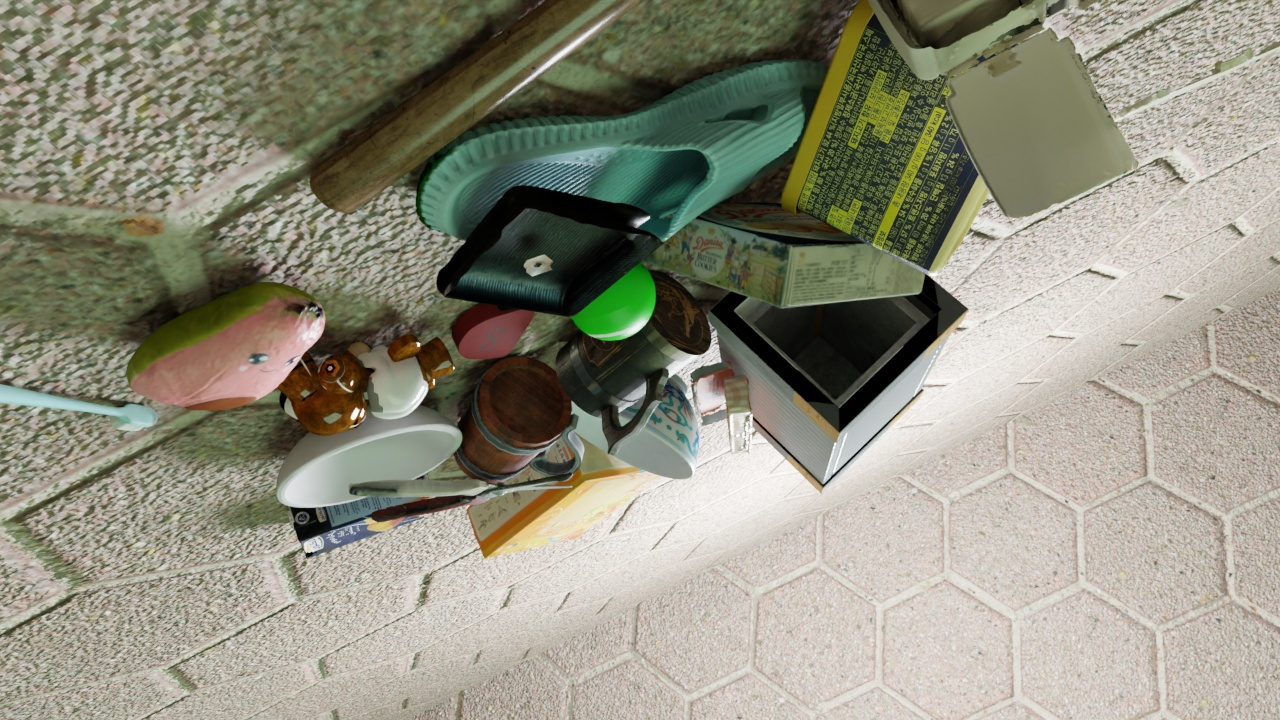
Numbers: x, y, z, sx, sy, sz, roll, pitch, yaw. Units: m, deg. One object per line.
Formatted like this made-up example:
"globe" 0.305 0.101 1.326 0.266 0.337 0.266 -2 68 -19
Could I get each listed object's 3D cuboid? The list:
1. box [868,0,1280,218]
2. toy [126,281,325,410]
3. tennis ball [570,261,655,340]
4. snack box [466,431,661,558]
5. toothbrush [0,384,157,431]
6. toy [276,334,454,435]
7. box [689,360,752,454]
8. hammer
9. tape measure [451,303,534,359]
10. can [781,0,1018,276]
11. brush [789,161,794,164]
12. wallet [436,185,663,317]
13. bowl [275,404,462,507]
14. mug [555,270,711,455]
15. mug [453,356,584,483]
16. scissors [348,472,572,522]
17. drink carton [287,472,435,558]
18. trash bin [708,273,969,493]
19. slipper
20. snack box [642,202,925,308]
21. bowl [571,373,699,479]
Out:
"box" 0.200 -0.169 0.448 0.144 0.180 0.080 -25 154 16
"toy" -0.233 -0.009 0.528 0.110 0.051 0.090 -34 160 19
"tennis ball" -0.022 -0.047 0.663 0.065 0.065 0.065 -22 160 -9
"snack box" -0.080 0.133 1.014 0.144 0.080 0.196 -2 150 -47
"toothbrush" -0.352 0.022 0.517 0.017 0.016 0.180 -22 162 14
"toy" -0.188 0.014 0.632 0.112 0.067 0.087 -27 162 -22
"box" 0.078 0.048 0.858 0.067 0.056 0.187 12 165 11
"hammer" -0.027 -0.162 0.426 0.322 0.040 0.129 -30 163 15
"tape measure" -0.111 -0.026 0.678 0.051 0.019 0.059 -3 143 -43
"can" 0.160 -0.132 0.540 0.075 0.104 0.135 -41 155 -46
"brush" 0.147 -0.144 0.654 0.126 0.017 0.049 -23 164 -45
"wallet" -0.055 -0.060 0.523 0.089 0.026 0.115 7 155 -34
"bowl" -0.222 0.069 0.742 0.149 0.043 0.150 -22 162 -7
"mug" -0.004 0.004 0.741 0.080 0.115 0.107 19 135 -40
"mug" -0.099 0.063 0.795 0.117 0.081 0.111 22 145 -15
"scissors" -0.164 0.115 0.793 0.199 0.015 0.179 -20 157 28
"drink carton" -0.266 0.144 0.881 0.129 0.040 0.064 -18 158 -21
"trash bin" 0.170 0.000 0.837 0.142 0.142 0.247 -42 161 -7
"slipper" 0.006 -0.109 0.545 0.275 0.069 0.116 -16 161 -22
"snack box" 0.096 -0.077 0.633 0.144 0.145 0.043 -9 113 -39
"bowl" 0.000 0.045 0.870 0.074 0.144 0.144 -62 169 -20
